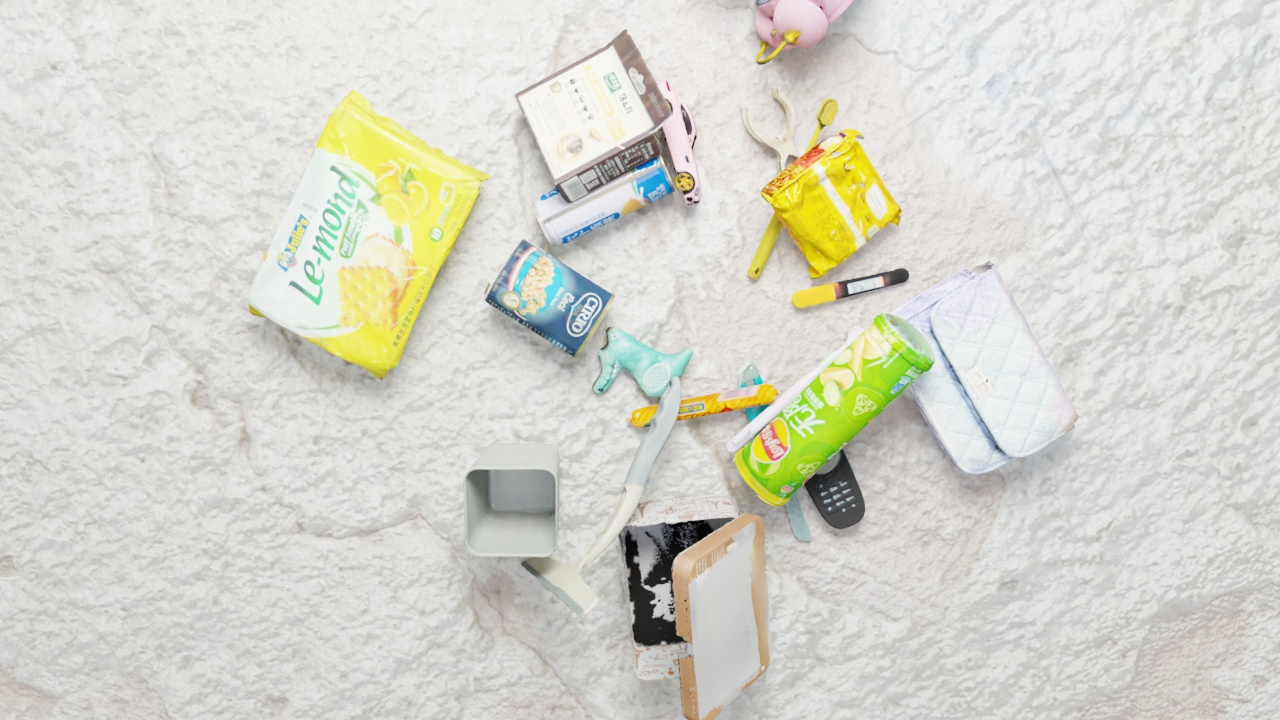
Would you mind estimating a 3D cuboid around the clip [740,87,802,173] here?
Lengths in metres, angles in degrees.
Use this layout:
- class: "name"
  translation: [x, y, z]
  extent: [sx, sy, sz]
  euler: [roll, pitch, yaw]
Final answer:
- class: "clip"
  translation: [0.149, -0.226, 0.905]
  extent: [0.104, 0.034, 0.083]
  euler: [42, 98, -12]

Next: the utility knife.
- class: "utility knife"
  translation: [0.145, 0.101, 0.978]
  extent: [0.029, 0.013, 0.207]
  euler: [-20, 101, 5]

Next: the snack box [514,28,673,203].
- class: "snack box"
  translation: [-0.042, -0.230, 0.868]
  extent: [0.126, 0.053, 0.113]
  euler: [-26, 69, 4]

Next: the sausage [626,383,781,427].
- class: "sausage"
  translation: [0.065, 0.047, 0.956]
  extent: [0.165, 0.021, 0.021]
  euler: [-11, 101, 8]

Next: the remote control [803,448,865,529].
- class: "remote control"
  translation: [0.195, 0.115, 0.975]
  extent: [0.053, 0.024, 0.136]
  euler: [-25, 98, 7]

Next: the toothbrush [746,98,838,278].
- class: "toothbrush"
  translation: [0.149, -0.166, 0.904]
  extent: [0.015, 0.016, 0.190]
  euler: [18, 113, -12]

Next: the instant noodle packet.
- class: "instant noodle packet"
  translation: [0.188, -0.151, 0.894]
  extent: [0.111, 0.044, 0.128]
  euler: [-36, 129, 8]

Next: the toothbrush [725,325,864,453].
- class: "toothbrush"
  translation: [0.162, 0.033, 0.954]
  extent: [0.189, 0.021, 0.029]
  euler: [-40, 61, 2]

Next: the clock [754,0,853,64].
- class: "clock"
  translation: [0.155, -0.341, 0.842]
  extent: [0.060, 0.117, 0.158]
  euler: [35, 97, -18]

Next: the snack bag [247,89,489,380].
- class: "snack bag"
  translation: [-0.266, -0.117, 0.904]
  extent: [0.158, 0.068, 0.247]
  euler: [28, 99, -6]

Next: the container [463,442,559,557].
- class: "container"
  translation: [-0.125, 0.135, 0.931]
  extent: [0.090, 0.114, 0.090]
  euler: [1, 101, -1]

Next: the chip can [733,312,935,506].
- class: "chip can"
  translation: [0.189, 0.048, 0.901]
  extent: [0.072, 0.072, 0.222]
  euler: [39, 112, -7]

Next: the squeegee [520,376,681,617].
- class: "squeegee"
  translation: [-0.015, 0.127, 0.913]
  extent: [0.039, 0.247, 0.246]
  euler: [35, 78, -14]

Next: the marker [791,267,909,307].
- class: "marker"
  translation: [0.216, -0.075, 0.945]
  extent: [0.124, 0.015, 0.018]
  euler: [-13, 102, -1]

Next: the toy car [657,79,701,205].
- class: "toy car"
  translation: [0.040, -0.213, 0.895]
  extent: [0.037, 0.056, 0.122]
  euler: [-16, 101, 9]

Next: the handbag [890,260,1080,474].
- class: "handbag"
  translation: [0.342, 0.014, 0.931]
  extent: [0.134, 0.075, 0.194]
  euler: [-32, 100, 8]

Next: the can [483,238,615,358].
- class: "can"
  translation: [-0.091, -0.062, 0.913]
  extent: [0.111, 0.075, 0.075]
  euler: [32, 99, -6]

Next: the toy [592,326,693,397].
- class: "toy"
  translation: [-0.006, 0.006, 0.952]
  extent: [0.092, 0.030, 0.097]
  euler: [34, 106, -2]

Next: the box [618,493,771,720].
- class: "box"
  translation: [0.059, 0.249, 0.923]
  extent: [0.153, 0.178, 0.182]
  euler: [-6, 101, 2]

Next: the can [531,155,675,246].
- class: "can"
  translation: [-0.037, -0.162, 0.904]
  extent: [0.134, 0.053, 0.053]
  euler: [-25, 100, 4]
